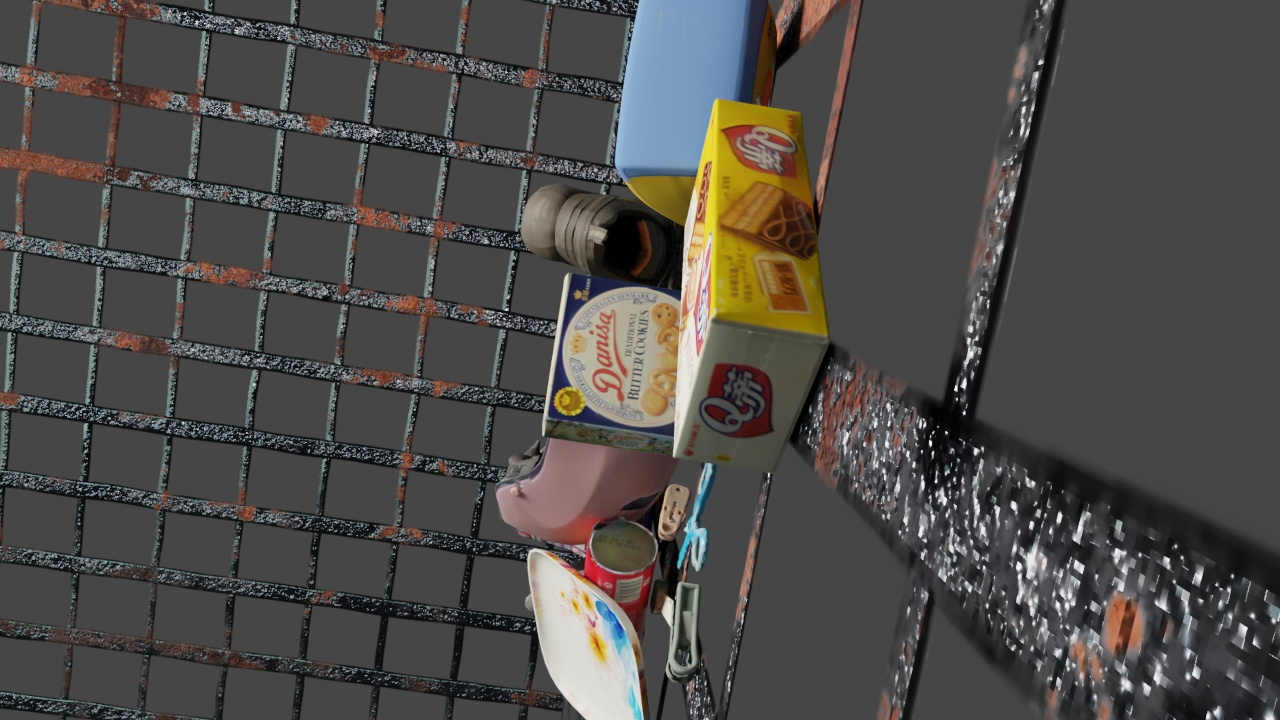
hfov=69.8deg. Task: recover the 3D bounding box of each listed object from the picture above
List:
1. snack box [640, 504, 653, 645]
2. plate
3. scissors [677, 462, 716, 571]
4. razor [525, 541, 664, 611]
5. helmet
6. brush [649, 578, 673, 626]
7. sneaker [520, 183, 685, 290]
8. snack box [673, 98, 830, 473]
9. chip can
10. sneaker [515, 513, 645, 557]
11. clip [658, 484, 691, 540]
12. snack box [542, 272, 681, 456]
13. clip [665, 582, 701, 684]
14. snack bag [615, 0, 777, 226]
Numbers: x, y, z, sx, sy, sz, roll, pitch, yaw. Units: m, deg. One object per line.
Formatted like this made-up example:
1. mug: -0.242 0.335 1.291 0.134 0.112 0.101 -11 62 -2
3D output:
1. snack box: -0.032 0.282 1.145 0.155 0.069 0.202 104 174 -46
2. plate: -0.049 0.282 0.892 0.187 0.016 0.187 24 127 49
3. scissors: 0.047 0.127 0.769 0.140 0.013 0.114 106 172 -80
4. razor: -0.051 0.230 0.987 0.060 0.156 0.057 56 168 8
5. helmet: -0.035 0.083 0.962 0.255 0.152 0.230 -58 0 -11
6. brush: 0.026 0.228 0.842 0.218 0.012 0.033 131 149 -82
7. sneaker: 0.015 -0.112 0.896 0.143 0.237 0.101 20 97 42
8. snack box: 0.063 -0.055 0.560 0.229 0.061 0.110 -84 5 -47
9. chip can: -0.029 0.259 0.935 0.073 0.073 0.233 -85 2 -50
10. sneaker: -0.028 0.134 1.114 0.262 0.129 0.097 -48 -22 -28
11. clip: 0.031 0.137 0.836 0.060 0.024 0.040 -63 -15 -71
12. snack box: -0.005 0.005 0.802 0.043 0.145 0.144 107 170 -64
13. clip: 0.035 0.202 0.694 0.078 0.023 0.049 -84 3 -61
14. snack bag: 0.062 -0.192 0.760 0.205 0.102 0.159 31 -114 -70
